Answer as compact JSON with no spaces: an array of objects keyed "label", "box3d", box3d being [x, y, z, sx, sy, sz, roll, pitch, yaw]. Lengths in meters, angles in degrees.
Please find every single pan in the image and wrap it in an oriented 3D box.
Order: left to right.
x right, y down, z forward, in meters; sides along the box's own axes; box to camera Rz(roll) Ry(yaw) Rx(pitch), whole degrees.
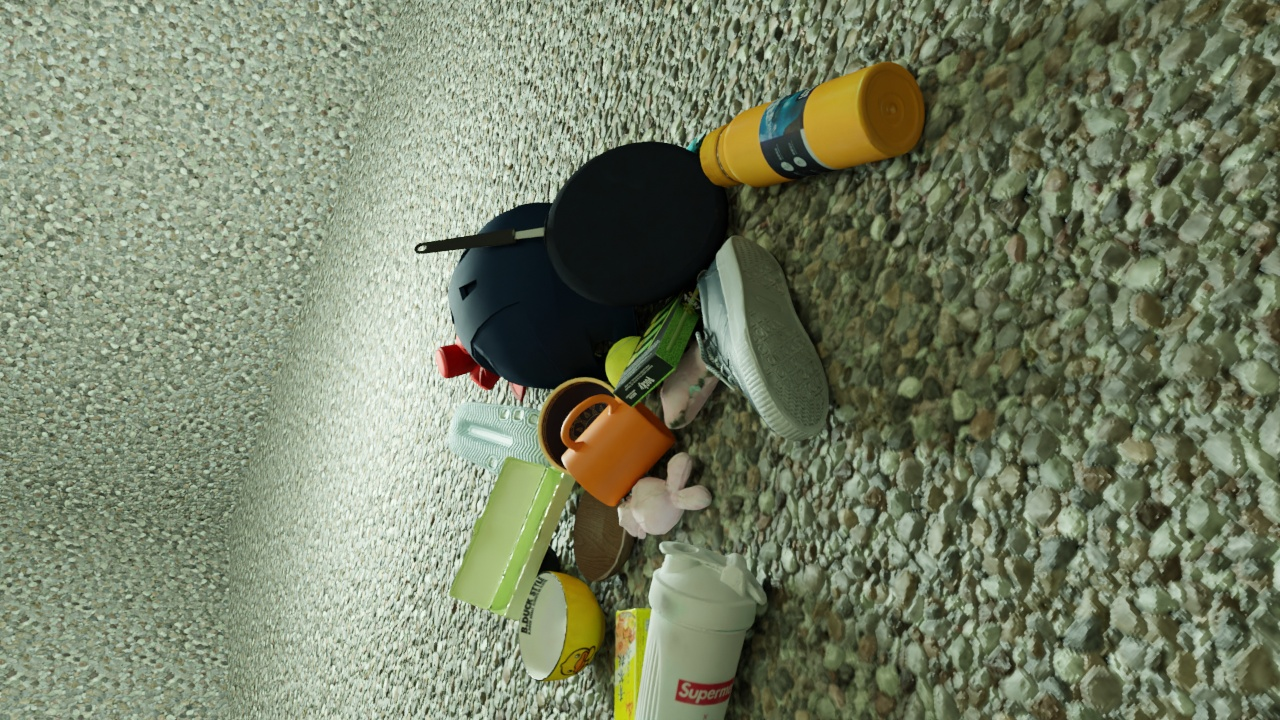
[{"label":"pan","box3d":[-0.083,-0.142,0.988,0.357,0.021,0.198,-5,66,14]}]

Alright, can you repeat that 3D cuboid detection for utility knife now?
[{"label":"utility knife","box3d":[0.043,-0.228,1.071,0.124,0.015,0.022,-43,19,41]}]

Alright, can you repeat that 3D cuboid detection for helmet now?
[{"label":"helmet","box3d":[-0.120,-0.066,1.127,0.273,0.223,0.231,82,180,-59]}]

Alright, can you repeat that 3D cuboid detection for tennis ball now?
[{"label":"tennis ball","box3d":[-0.006,0.006,1.013,0.065,0.065,0.065,-29,55,52]}]

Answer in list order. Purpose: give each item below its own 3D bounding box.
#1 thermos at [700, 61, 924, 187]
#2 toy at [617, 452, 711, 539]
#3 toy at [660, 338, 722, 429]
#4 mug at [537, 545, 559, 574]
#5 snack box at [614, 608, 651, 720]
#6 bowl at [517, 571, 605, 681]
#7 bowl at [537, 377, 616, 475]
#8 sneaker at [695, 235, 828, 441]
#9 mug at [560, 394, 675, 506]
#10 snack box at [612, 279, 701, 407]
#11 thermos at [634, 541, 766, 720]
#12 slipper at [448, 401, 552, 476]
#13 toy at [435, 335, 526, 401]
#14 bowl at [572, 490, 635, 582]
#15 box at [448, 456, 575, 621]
[{"label":"thermos","box3d":[0.150,-0.206,0.837,0.233,0.091,0.076,1,111,59]},{"label":"toy","box3d":[0.025,0.142,0.933,0.110,0.047,0.063,-39,54,35]},{"label":"toy","box3d":[0.050,0.012,0.935,0.099,0.052,0.095,-58,22,20]},{"label":"mug","box3d":[-0.145,0.277,1.153,0.078,0.071,0.105,-15,93,57]},{"label":"snack box","box3d":[-0.004,0.327,0.925,0.040,0.029,0.147,-28,56,53]},{"label":"bowl","box3d":[-0.082,0.298,1.028,0.118,0.067,0.117,-28,56,52]},{"label":"bowl","box3d":[-0.055,0.079,1.059,0.113,0.061,0.112,-4,79,22]},{"label":"sneaker","box3d":[0.097,-0.014,0.831,0.088,0.089,0.235,-48,35,35]},{"label":"mug","box3d":[-0.034,0.084,0.958,0.096,0.112,0.077,-47,35,6]},{"label":"snack box","box3d":[0.026,-0.026,0.943,0.080,0.025,0.147,-43,14,44]},{"label":"thermos","box3d":[0.045,0.276,0.814,0.099,0.099,0.220,22,103,59]},{"label":"slipper","box3d":[-0.168,0.110,1.233,0.246,0.074,0.104,12,87,43]},{"label":"toy","box3d":[-0.211,-0.033,1.332,0.197,0.120,0.158,15,89,51]},{"label":"bowl","box3d":[-0.035,0.190,1.027,0.118,0.030,0.117,-29,55,52]},{"label":"box","box3d":[-0.147,0.209,1.093,0.141,0.047,0.187,1,63,44]}]
